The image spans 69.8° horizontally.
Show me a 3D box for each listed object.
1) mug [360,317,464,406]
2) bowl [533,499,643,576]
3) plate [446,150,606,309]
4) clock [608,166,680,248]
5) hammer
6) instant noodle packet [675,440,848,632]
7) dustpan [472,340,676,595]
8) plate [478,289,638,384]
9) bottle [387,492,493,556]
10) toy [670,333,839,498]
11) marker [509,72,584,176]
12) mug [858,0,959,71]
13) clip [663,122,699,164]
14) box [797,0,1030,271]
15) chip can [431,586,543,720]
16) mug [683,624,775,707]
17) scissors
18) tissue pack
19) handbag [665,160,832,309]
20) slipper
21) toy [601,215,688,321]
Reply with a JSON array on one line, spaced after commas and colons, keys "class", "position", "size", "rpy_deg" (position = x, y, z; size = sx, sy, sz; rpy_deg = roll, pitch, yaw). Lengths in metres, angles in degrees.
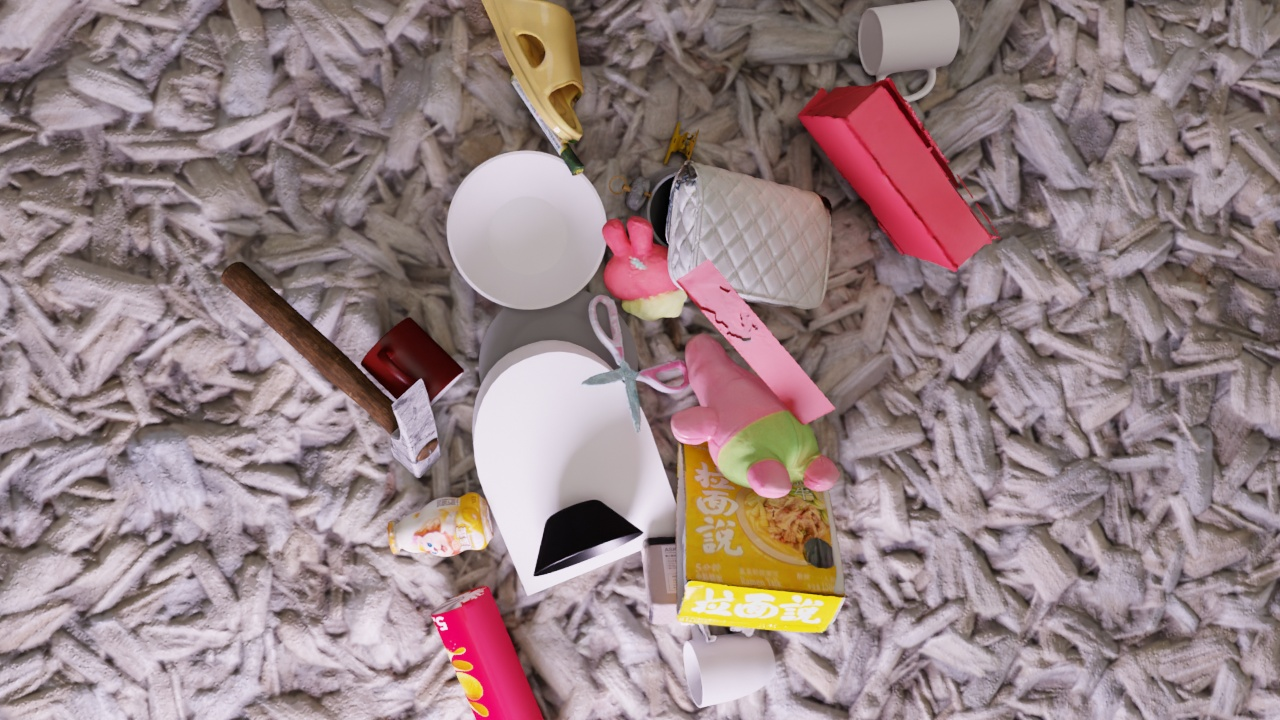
[{"class": "mug", "position": [-0.244, 0.009, 0.972], "size": [0.082, 0.105, 0.073], "rpy_deg": [45, 92, -4]}, {"class": "bowl", "position": [-0.064, 0.181, 0.973], "size": [0.124, 0.124, 0.052], "rpy_deg": [-21, 75, -6]}, {"class": "plate", "position": [-0.125, -0.143, 1.022], "size": [0.174, 0.036, 0.174], "rpy_deg": [0, 89, -6]}, {"class": "clock", "position": [0.033, -0.171, 1.026], "size": [0.147, 0.056, 0.104], "rpy_deg": [21, 93, -17]}, {"class": "hammer", "position": [-0.324, -0.016, 0.933], "size": [0.300, 0.218, 0.037], "rpy_deg": [40, 67, 9]}, {"class": "instant noodle packet", "position": [0.121, 0.168, 0.987], "size": [0.163, 0.084, 0.221], "rpy_deg": [5, 49, -4]}, {"class": "dustpan", "position": [-0.082, 0.107, 1.019], "size": [0.191, 0.053, 0.258], "rpy_deg": [-21, 108, -6]}, {"class": "plate", "position": [-0.092, 0.006, 1.035], "size": [0.178, 0.012, 0.178], "rpy_deg": [0, 89, -6]}, {"class": "bottle", "position": [-0.216, 0.181, 0.993], "size": [0.108, 0.063, 0.063], "rpy_deg": [-11, 90, -6]}, {"class": "toy", "position": [0.109, 0.060, 0.985], "size": [0.191, 0.236, 0.097], "rpy_deg": [6, 129, -41]}, {"class": "marker", "position": [-0.104, -0.264, 1.015], "size": [0.017, 0.017, 0.146], "rpy_deg": [-31, 74, -6]}, {"class": "mug", "position": [0.309, -0.355, 1.063], "size": [0.090, 0.073, 0.111], "rpy_deg": [-10, 116, -6]}, {"class": "clip", "position": [0.050, -0.244, 1.044], "size": [0.046, 0.048, 0.054], "rpy_deg": [16, 85, 39]}, {"class": "box", "position": [0.331, -0.277, 1.034], "size": [0.213, 0.148, 0.373], "rpy_deg": [48, 59, -17]}, {"class": "chip can", "position": [-0.154, 0.360, 0.994], "size": [0.069, 0.069, 0.220], "rpy_deg": [-23, 91, -6]}, {"class": "mug", "position": [0.097, 0.325, 1.030], "size": [0.089, 0.071, 0.107], "rpy_deg": [-7, 64, -13]}, {"class": "scissors", "position": [-0.014, -0.002, 0.996], "size": [0.170, 0.013, 0.175], "rpy_deg": [-14, 70, -48]}, {"class": "tissue pack", "position": [0.094, 0.250, 1.015], "size": [0.181, 0.071, 0.103], "rpy_deg": [1, 44, -9]}, {"class": "handbag", "position": [0.117, -0.131, 0.995], "size": [0.194, 0.073, 0.138], "rpy_deg": [8, 86, -33]}, {"class": "slipper", "position": [-0.112, -0.361, 0.994], "size": [0.078, 0.099, 0.263], "rpy_deg": [-28, 87, 10]}, {"class": "toy", "position": [0.002, -0.099, 1.010], "size": [0.092, 0.045, 0.135], "rpy_deg": [-16, 121, 20]}]
